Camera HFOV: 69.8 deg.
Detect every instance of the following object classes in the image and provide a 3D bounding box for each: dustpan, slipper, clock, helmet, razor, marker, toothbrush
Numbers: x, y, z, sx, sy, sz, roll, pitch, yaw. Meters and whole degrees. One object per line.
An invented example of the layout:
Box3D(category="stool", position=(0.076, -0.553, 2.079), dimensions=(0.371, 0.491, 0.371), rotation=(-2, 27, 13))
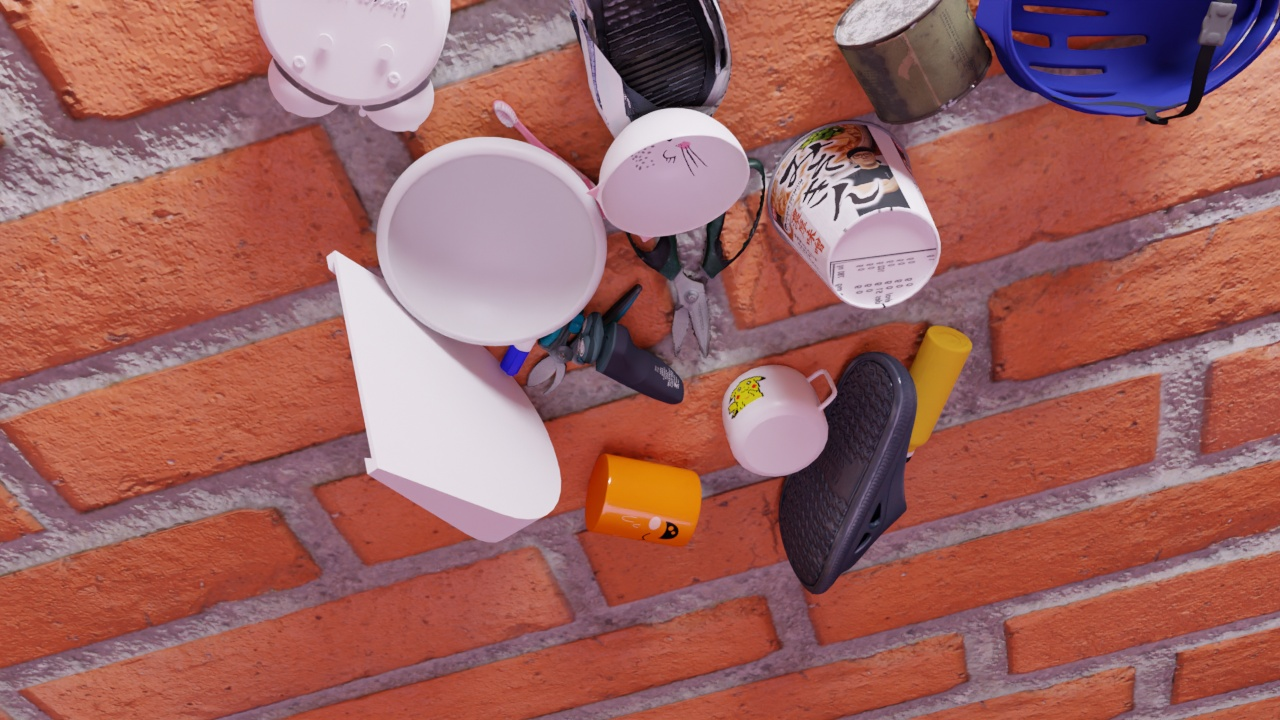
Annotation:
Box3D(category="dustpan", position=(-0.161, 0.052, 0.749), dimensions=(0.053, 0.191, 0.257), rotation=(-31, 147, 15))
Box3D(category="slipper", position=(0.216, 0.111, 0.910), dimensions=(0.083, 0.110, 0.269), rotation=(1, 122, -27))
Box3D(category="clock", position=(-0.195, -0.236, 0.624), dimensions=(0.125, 0.072, 0.161), rotation=(7, 124, -11))
Box3D(category="helmet", position=(0.344, -0.228, 0.597), dimensions=(0.241, 0.227, 0.148), rotation=(0, 117, -11))
Box3D(category="razor", position=(-0.005, 0.005, 0.825), dimensions=(0.052, 0.047, 0.142), rotation=(-17, 146, 36))
Box3D(category="marker", position=(-0.086, -0.045, 0.804), dimensions=(0.020, 0.020, 0.142), rotation=(21, 120, -20))
Box3D(category="slipper", position=(-0.004, -0.254, 0.631), dimensions=(0.111, 0.063, 0.264), rotation=(-20, 147, 7))
Box3D(category="toothbrush", position=(-0.067, -0.156, 0.730), dimensions=(0.022, 0.016, 0.135), rotation=(-37, 121, 20))

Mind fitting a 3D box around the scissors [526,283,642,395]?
Box3D(category="scissors", position=(-0.055, -0.030, 0.821), dimensions=(0.126, 0.019, 0.155), rotation=(-10, 127, 3))

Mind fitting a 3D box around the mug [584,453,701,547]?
Box3D(category="mug", position=(-0.004, 0.146, 0.925), dimensions=(0.096, 0.077, 0.113), rotation=(13, 154, -15))

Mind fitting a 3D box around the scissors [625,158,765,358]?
Box3D(category="scissors", position=(0.063, -0.086, 0.796), dimensions=(0.137, 0.015, 0.210), rotation=(-15, 125, 3))

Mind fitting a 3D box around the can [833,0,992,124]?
Box3D(category="can", position=(0.197, -0.228, 0.663), dimensions=(0.090, 0.089, 0.074), rotation=(-32, 123, 16))

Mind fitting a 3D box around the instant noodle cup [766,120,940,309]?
Box3D(category="instant noodle cup", position=(0.174, -0.108, 0.726), dimensions=(0.123, 0.121, 0.124), rotation=(-3, 125, -4))

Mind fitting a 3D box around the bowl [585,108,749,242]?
Box3D(category="bowl", position=(0.021, -0.149, 0.698), dimensions=(0.114, 0.050, 0.115), rotation=(-10, 152, -6))

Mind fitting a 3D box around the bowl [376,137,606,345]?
Box3D(category="bowl", position=(-0.117, -0.101, 0.733), dimensions=(0.176, 0.066, 0.177), rotation=(-3, 126, -4))

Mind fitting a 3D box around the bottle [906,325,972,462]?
Box3D(category="bottle", position=(0.273, 0.037, 0.890), dimensions=(0.043, 0.043, 0.144), rotation=(6, 124, -11))

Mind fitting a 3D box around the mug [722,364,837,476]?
Box3D(category="mug", position=(0.135, 0.052, 0.869), dimensions=(0.116, 0.068, 0.094), rotation=(-38, 121, 19))
